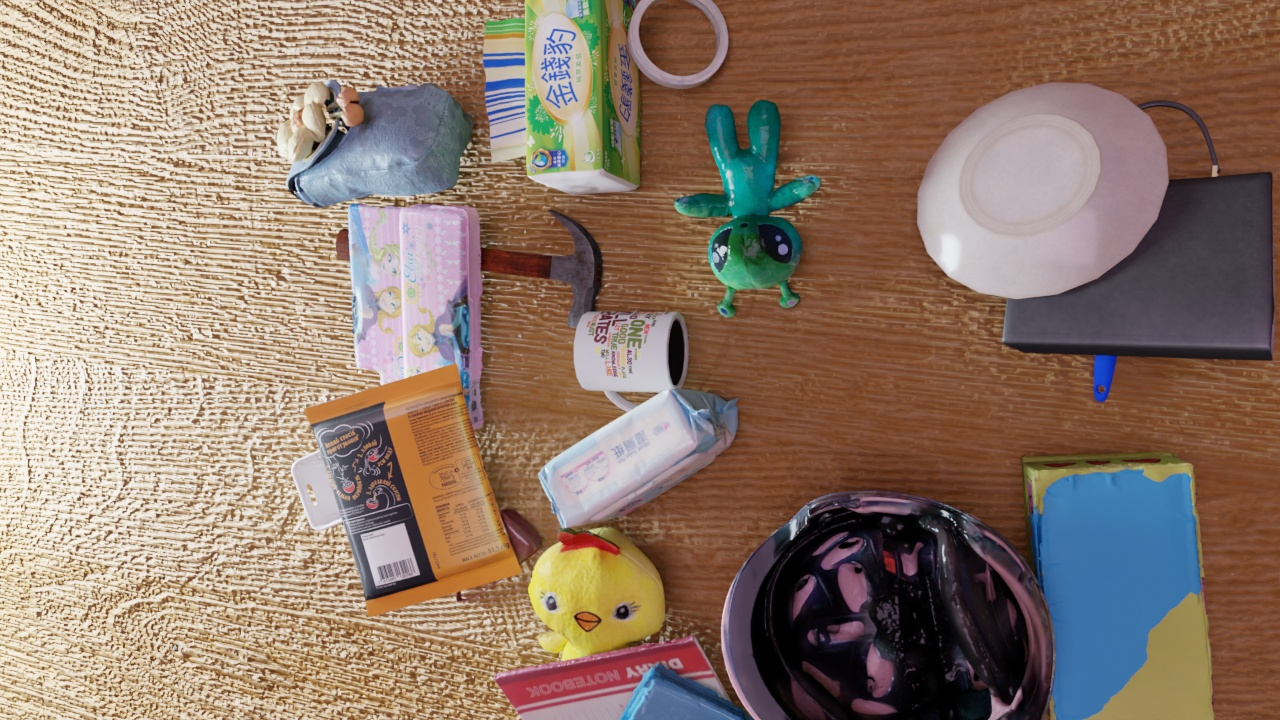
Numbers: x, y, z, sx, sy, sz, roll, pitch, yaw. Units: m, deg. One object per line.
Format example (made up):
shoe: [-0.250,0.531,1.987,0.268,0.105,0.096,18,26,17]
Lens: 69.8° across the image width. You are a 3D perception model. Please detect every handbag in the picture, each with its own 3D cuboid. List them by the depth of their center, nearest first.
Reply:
handbag: [0.388,-0.104,0.711,0.176,0.072,0.195,3,86,36]
handbag: [-0.271,-0.223,0.910,0.192,0.118,0.121,0,63,21]
handbag: [-0.155,0.211,0.950,0.055,0.029,0.120,44,110,10]

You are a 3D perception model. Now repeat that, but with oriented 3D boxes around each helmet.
helmet: [0.203,0.222,0.757,0.256,0.152,0.230,-18,75,22]

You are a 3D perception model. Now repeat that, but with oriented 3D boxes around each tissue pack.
tissue pack: [0.005,0.088,0.842,0.182,0.112,0.070,-32,73,18]
tissue pack: [-0.082,-0.257,0.859,0.141,0.120,0.197,0,86,20]

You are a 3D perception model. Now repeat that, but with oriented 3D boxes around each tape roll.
tape roll: [0.035,-0.297,0.843,0.093,0.013,0.093,0,87,-10]

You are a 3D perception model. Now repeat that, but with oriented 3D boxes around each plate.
plate: [0.312,-0.142,0.732,0.189,0.027,0.188,-13,66,31]

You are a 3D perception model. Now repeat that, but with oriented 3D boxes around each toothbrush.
toothbrush: [0.389,-0.056,0.755,0.016,0.018,0.182,8,95,39]

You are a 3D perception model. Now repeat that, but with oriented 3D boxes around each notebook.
notebook: [-0.017,0.333,0.877,0.209,0.012,0.153,-18,117,19]

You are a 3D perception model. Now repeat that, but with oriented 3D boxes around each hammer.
hammer: [-0.181,-0.106,0.941,0.301,0.028,0.111,8,96,18]

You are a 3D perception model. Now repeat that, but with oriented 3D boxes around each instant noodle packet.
instant noodle packet: [-0.227,0.130,0.916,0.160,0.032,0.221,-17,92,2]

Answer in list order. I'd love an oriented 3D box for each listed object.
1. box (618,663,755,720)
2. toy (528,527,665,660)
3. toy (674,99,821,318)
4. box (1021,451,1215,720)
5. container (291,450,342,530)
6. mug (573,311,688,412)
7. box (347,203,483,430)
box: [0.071,0.398,0.838,0.231,0.033,0.175,27,102,-6]
toy: [-0.040,0.244,0.882,0.134,0.092,0.208,7,106,16]
toy: [0.101,-0.134,0.827,0.131,0.072,0.193,-2,101,20]
box: [0.380,0.186,0.739,0.124,0.080,0.221,-6,88,15]
container: [-0.298,0.123,0.979,0.129,0.049,0.080,-23,85,18]
mug: [-0.005,0.005,0.869,0.090,0.073,0.105,1,119,18]
box: [-0.237,-0.046,0.942,0.160,0.035,0.230,7,105,22]
